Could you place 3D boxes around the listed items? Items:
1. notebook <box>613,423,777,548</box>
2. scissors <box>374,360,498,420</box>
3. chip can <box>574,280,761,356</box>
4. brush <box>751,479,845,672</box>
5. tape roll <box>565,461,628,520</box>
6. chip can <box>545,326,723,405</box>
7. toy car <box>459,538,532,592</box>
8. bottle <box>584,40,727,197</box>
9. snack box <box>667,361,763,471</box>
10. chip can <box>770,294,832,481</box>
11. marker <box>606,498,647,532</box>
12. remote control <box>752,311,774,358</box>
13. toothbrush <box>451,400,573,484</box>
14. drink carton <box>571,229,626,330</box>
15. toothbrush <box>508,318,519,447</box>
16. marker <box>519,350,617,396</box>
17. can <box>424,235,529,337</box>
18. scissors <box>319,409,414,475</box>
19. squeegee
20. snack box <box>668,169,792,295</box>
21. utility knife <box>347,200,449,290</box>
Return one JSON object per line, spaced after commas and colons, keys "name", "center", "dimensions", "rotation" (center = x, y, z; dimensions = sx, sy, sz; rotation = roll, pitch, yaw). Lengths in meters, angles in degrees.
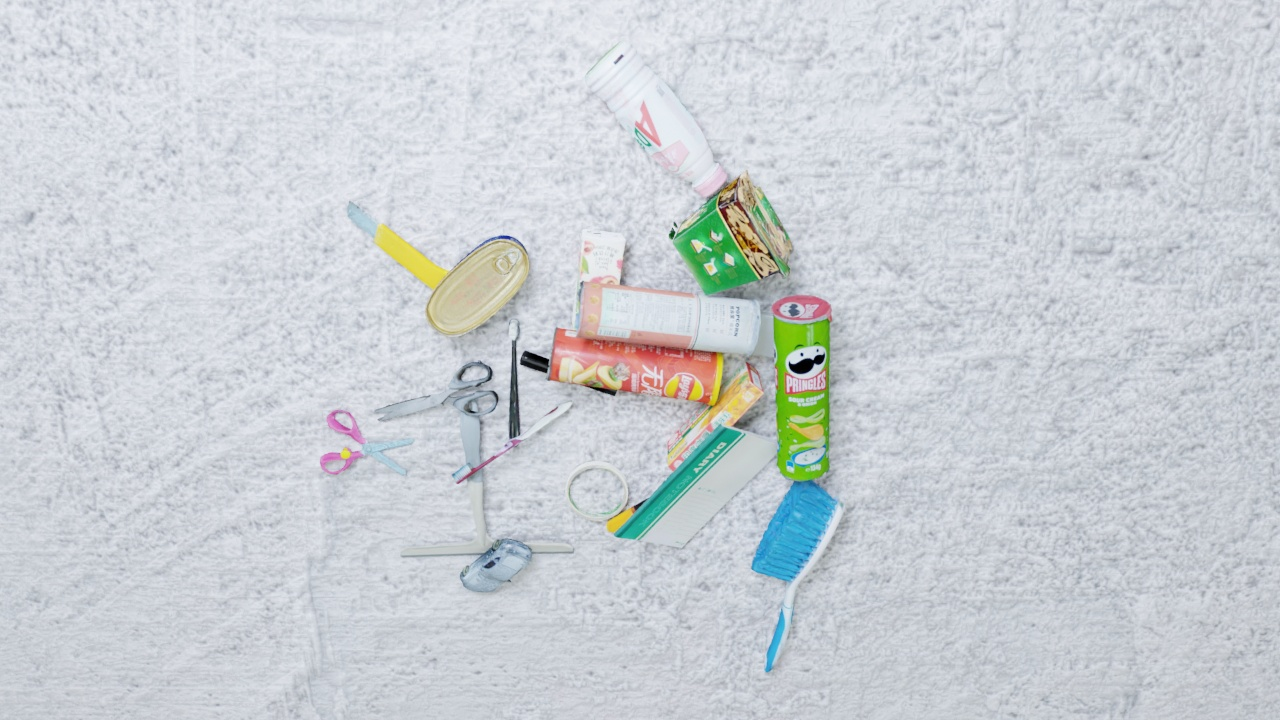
{"name": "notebook", "center": [0.077, 0.168, 1.198], "dimensions": [0.209, 0.012, 0.150], "rotation": [-48, 143, 17]}
{"name": "scissors", "center": [-0.266, 0.060, 1.203], "dimensions": [0.141, 0.014, 0.174], "rotation": [41, 98, 10]}
{"name": "chip can", "center": [0.031, -0.050, 1.097], "dimensions": [0.214, 0.071, 0.071], "rotation": [6, 111, -9]}
{"name": "brush", "center": [0.200, 0.305, 1.276], "dimensions": [0.109, 0.060, 0.315], "rotation": [21, 112, -10]}
{"name": "tape roll", "center": [-0.060, 0.178, 1.252], "dimensions": [0.086, 0.013, 0.086], "rotation": [1, 111, 1]}
{"name": "chip can", "center": [-0.007, 0.007, 1.151], "dimensions": [0.216, 0.073, 0.073], "rotation": [9, 110, -4]}
{"name": "toy car", "center": [-0.201, 0.289, 1.273], "dimensions": [0.054, 0.036, 0.121], "rotation": [32, 123, -31]}
{"name": "bottle", "center": [0.024, -0.272, 1.055], "dimensions": [0.068, 0.068, 0.197], "rotation": [-40, 107, 14]}
{"name": "snack box", "center": [0.094, 0.075, 1.176], "dimensions": [0.027, 0.077, 0.156], "rotation": [39, 107, -11]}
{"name": "chip can", "center": [0.203, 0.038, 1.145], "dimensions": [0.072, 0.072, 0.236], "rotation": [-5, 119, 3]}
{"name": "marker", "center": [0.006, 0.200, 1.260], "dimensions": [0.124, 0.015, 0.018], "rotation": [-32, 108, 10]}
{"name": "remote control", "center": [0.154, -0.034, 1.164], "dimensions": [0.135, 0.019, 0.056], "rotation": [9, 111, -2]}
{"name": "toothbrush", "center": [-0.168, 0.105, 1.208], "dimensions": [0.187, 0.016, 0.017], "rotation": [-34, 96, -1]}
{"name": "drink carton", "center": [-0.053, -0.097, 1.132], "dimensions": [0.053, 0.045, 0.123], "rotation": [4, 112, -10]}
{"name": "toothbrush", "center": [-0.166, 0.033, 1.201], "dimensions": [0.015, 0.018, 0.181], "rotation": [2, 112, -3]}
{"name": "marker", "center": [-0.092, 0.016, 1.190], "dimensions": [0.132, 0.020, 0.022], "rotation": [19, 93, -6]}
{"name": "can", "center": [-0.199, -0.092, 1.125], "dimensions": [0.148, 0.049, 0.074], "rotation": [-42, 106, 6]}
{"name": "scissors", "center": [-0.372, 0.112, 1.237], "dimensions": [0.133, 0.017, 0.124], "rotation": [-11, 106, 1]}
{"name": "squeegee", "center": [-0.221, 0.167, 1.240], "dimensions": [0.246, 0.039, 0.247], "rotation": [-1, 110, 2]}
{"name": "snack box", "center": [0.106, -0.141, 1.085], "dimensions": [0.106, 0.118, 0.117], "rotation": [-27, 107, 24]}
{"name": "utility knife", "center": [-0.285, -0.130, 1.141], "dimensions": [0.197, 0.015, 0.033], "rotation": [40, 98, -15]}
